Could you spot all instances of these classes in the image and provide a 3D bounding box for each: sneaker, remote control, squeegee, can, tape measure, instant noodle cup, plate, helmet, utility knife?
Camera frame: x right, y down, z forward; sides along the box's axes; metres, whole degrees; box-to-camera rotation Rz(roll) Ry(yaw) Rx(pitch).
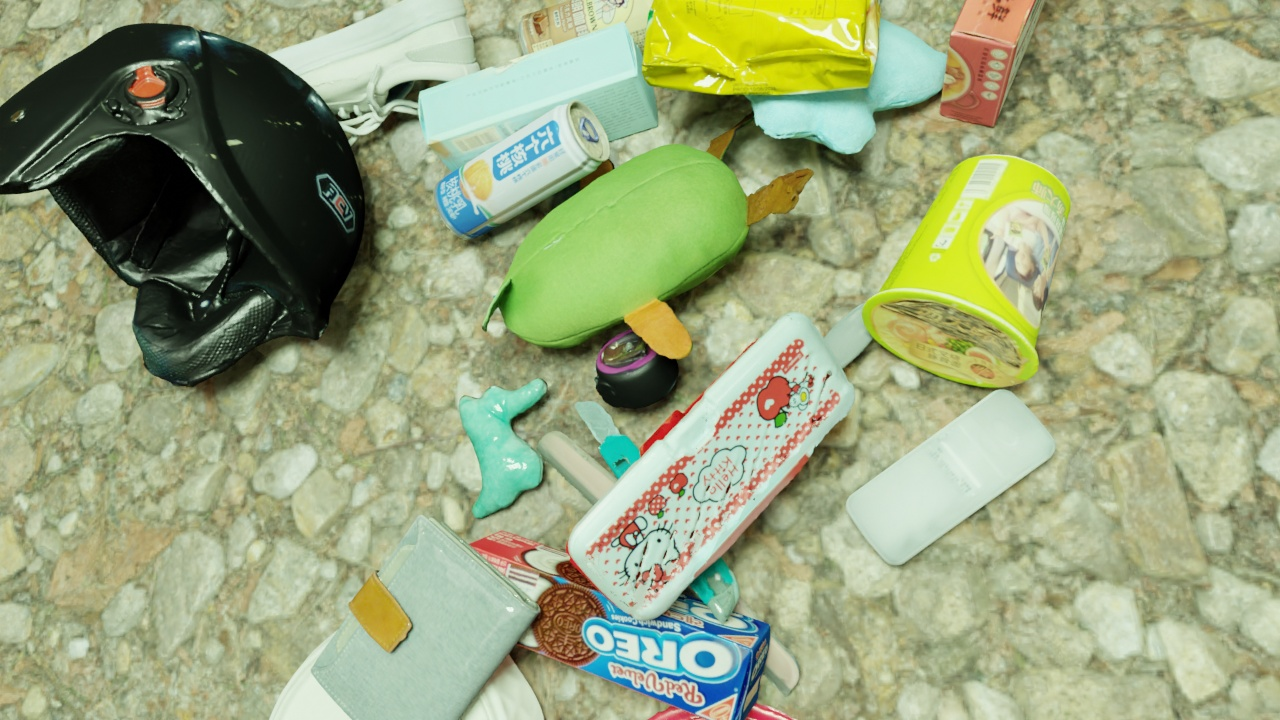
[{"bbox_3d":[-0.237,-0.232,0.768,0.243,0.089,0.091,-8,113,27],"label":"sneaker"},{"bbox_3d":[0.203,0.077,0.603,0.136,0.020,0.056,-37,69,2],"label":"remote control"},{"bbox_3d":[0.087,0.047,0.631,0.247,0.040,0.249,41,87,20],"label":"squeegee"},{"bbox_3d":[-0.091,-0.143,0.695,0.135,0.053,0.053,-24,70,27],"label":"can"},{"bbox_3d":[-0.004,0.004,0.653,0.058,0.039,0.057,-13,40,20],"label":"tape measure"},{"bbox_3d":[0.048,0.309,0.555,0.194,0.066,0.193,-4,74,14],"label":"instant noodle cup"},{"bbox_3d":[-0.167,0.269,0.614,0.205,0.045,0.204,-3,75,12],"label":"plate"},{"bbox_3d":[0.221,-0.062,0.597,0.112,0.112,0.123,23,73,18],"label":"instant noodle cup"},{"bbox_3d":[-0.320,-0.124,0.674,0.275,0.234,0.229,17,61,20],"label":"helmet"},{"bbox_3d":[0.008,0.093,0.614,0.029,0.013,0.187,-28,60,-19],"label":"utility knife"},{"bbox_3d":[-0.034,-0.262,0.732,0.116,0.058,0.058,-13,72,9],"label":"can"}]

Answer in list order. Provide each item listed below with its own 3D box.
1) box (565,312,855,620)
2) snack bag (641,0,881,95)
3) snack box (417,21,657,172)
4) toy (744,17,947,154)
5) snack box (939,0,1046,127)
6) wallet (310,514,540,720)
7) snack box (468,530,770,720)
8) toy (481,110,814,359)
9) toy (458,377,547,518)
[{"bbox_3d":[0.038,0.057,0.555,0.201,0.098,0.095,-45,55,-13],"label":"box"},{"bbox_3d":[0.093,-0.278,0.657,0.158,0.068,0.245,3,50,15],"label":"snack bag"},{"bbox_3d":[-0.078,-0.196,0.717,0.175,0.074,0.051,-15,72,9],"label":"snack box"},{"bbox_3d":[0.148,-0.206,0.663,0.161,0.050,0.156,10,59,-2],"label":"toy"},{"bbox_3d":[0.247,-0.242,0.622,0.044,0.127,0.113,22,81,18],"label":"snack box"},{"bbox_3d":[-0.143,0.178,0.588,0.106,0.037,0.129,36,89,17],"label":"wallet"},{"bbox_3d":[-0.021,0.172,0.606,0.208,0.058,0.057,16,95,18],"label":"snack box"},{"bbox_3d":[-0.001,-0.087,0.659,0.247,0.090,0.226,-29,44,8],"label":"toy"},{"bbox_3d":[-0.101,0.057,0.676,0.096,0.030,0.092,-32,72,14],"label":"toy"}]
